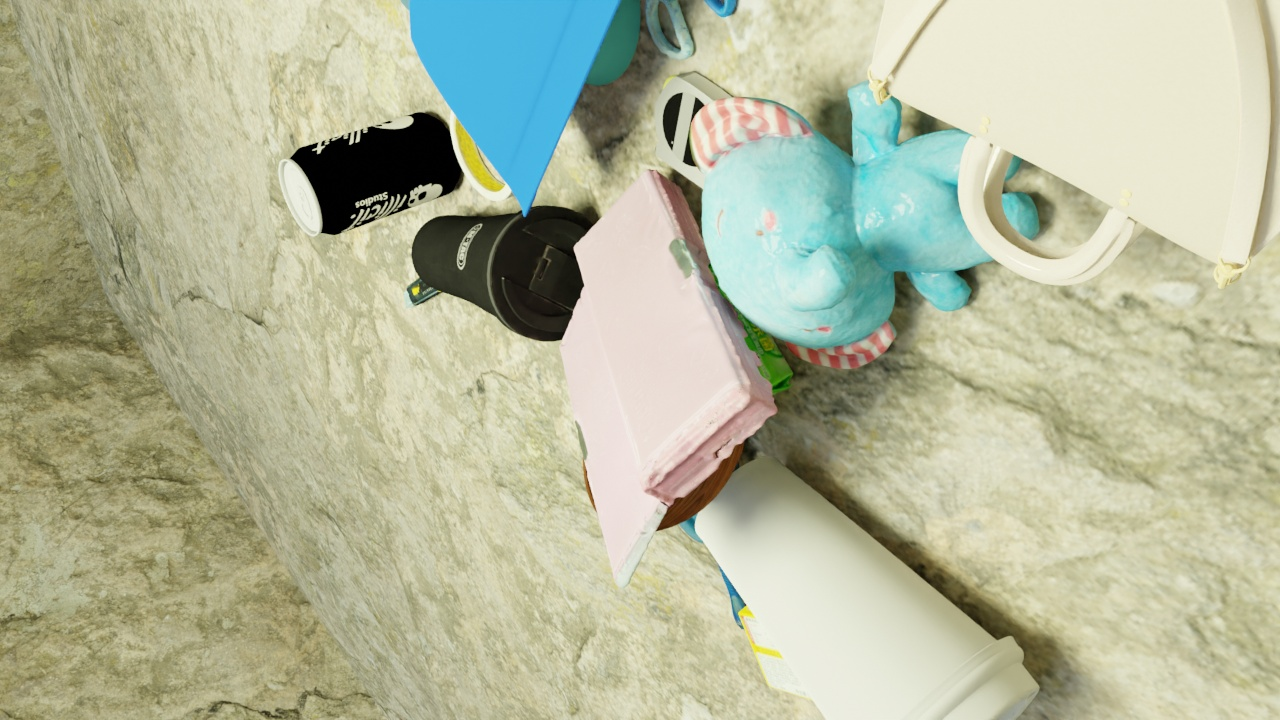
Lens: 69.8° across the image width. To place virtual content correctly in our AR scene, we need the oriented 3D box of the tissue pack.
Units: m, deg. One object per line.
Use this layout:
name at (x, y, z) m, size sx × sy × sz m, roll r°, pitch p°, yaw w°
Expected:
tissue pack at (0.050, -0.012, 0.662) m, size 0.114 × 0.034 × 0.100 m, roll 60°, pitch 144°, yaw 2°

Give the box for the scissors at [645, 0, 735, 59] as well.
scissors at (0.008, -0.246, 0.567) m, size 0.132 × 0.020 × 0.097 m, roll 51°, pitch 143°, yaw 13°

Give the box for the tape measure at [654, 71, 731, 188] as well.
tape measure at (0.036, -0.149, 0.594) m, size 0.064 × 0.016 × 0.065 m, roll 41°, pitch 142°, yaw 27°

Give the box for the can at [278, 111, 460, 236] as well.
can at (-0.244, -0.170, 0.836) m, size 0.080 × 0.145 × 0.080 m, roll 33°, pitch 138°, yaw 36°

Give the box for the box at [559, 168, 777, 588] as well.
box at (-0.009, 0.002, 0.593) m, size 0.181 × 0.050 × 0.232 m, roll -55°, pitch 35°, yaw 29°

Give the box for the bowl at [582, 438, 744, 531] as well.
bowl at (0.028, 0.048, 0.625) m, size 0.148 × 0.068 × 0.147 m, roll -33°, pitch 49°, yaw 47°

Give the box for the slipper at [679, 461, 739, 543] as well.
slipper at (0.007, 0.051, 0.737) m, size 0.213 × 0.059 × 0.104 m, roll 55°, pitch 135°, yaw 16°

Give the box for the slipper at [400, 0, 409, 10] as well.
slipper at (-0.162, -0.303, 0.709) m, size 0.213 × 0.059 × 0.104 m, roll 54°, pitch 149°, yaw 13°

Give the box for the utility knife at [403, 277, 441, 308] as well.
utility knife at (-0.228, -0.082, 0.999) m, size 0.187 × 0.020 × 0.029 m, roll -17°, pitch 98°, yaw 57°

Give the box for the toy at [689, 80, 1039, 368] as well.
toy at (0.110, -0.064, 0.486) m, size 0.181 × 0.114 × 0.183 m, roll -4°, pitch 123°, yaw 43°

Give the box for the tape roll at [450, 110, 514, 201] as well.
tape roll at (-0.129, -0.184, 0.788) m, size 0.094 × 0.019 × 0.094 m, roll 33°, pitch 137°, yaw 36°

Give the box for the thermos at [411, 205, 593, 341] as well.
thermos at (-0.123, -0.083, 0.789) m, size 0.219 × 0.105 × 0.106 m, roll 17°, pitch 127°, yaw 53°

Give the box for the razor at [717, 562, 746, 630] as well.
razor at (0.068, 0.169, 0.786) m, size 0.044 × 0.018 × 0.141 m, roll -10°, pitch 107°, yaw 44°

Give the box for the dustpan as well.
dustpan at (-0.112, -0.261, 0.584) m, size 0.257 × 0.059 × 0.246 m, roll 46°, pitch 145°, yaw 5°

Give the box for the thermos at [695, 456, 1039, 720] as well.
thermos at (0.136, 0.168, 0.611) m, size 0.222 × 0.131 × 0.132 m, roll 47°, pitch 145°, yaw 34°

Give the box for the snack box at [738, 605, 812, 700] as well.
snack box at (0.146, 0.236, 0.725) m, size 0.153 × 0.025 × 0.075 m, roll -7°, pitch 108°, yaw 55°

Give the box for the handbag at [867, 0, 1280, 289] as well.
handbag at (0.178, -0.115, 0.349) m, size 0.194 × 0.101 × 0.198 m, roll 39°, pitch 141°, yaw 26°

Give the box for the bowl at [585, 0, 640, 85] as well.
bowl at (-0.058, -0.243, 0.622) m, size 0.121 × 0.046 × 0.121 m, roll 33°, pitch 138°, yaw 36°
